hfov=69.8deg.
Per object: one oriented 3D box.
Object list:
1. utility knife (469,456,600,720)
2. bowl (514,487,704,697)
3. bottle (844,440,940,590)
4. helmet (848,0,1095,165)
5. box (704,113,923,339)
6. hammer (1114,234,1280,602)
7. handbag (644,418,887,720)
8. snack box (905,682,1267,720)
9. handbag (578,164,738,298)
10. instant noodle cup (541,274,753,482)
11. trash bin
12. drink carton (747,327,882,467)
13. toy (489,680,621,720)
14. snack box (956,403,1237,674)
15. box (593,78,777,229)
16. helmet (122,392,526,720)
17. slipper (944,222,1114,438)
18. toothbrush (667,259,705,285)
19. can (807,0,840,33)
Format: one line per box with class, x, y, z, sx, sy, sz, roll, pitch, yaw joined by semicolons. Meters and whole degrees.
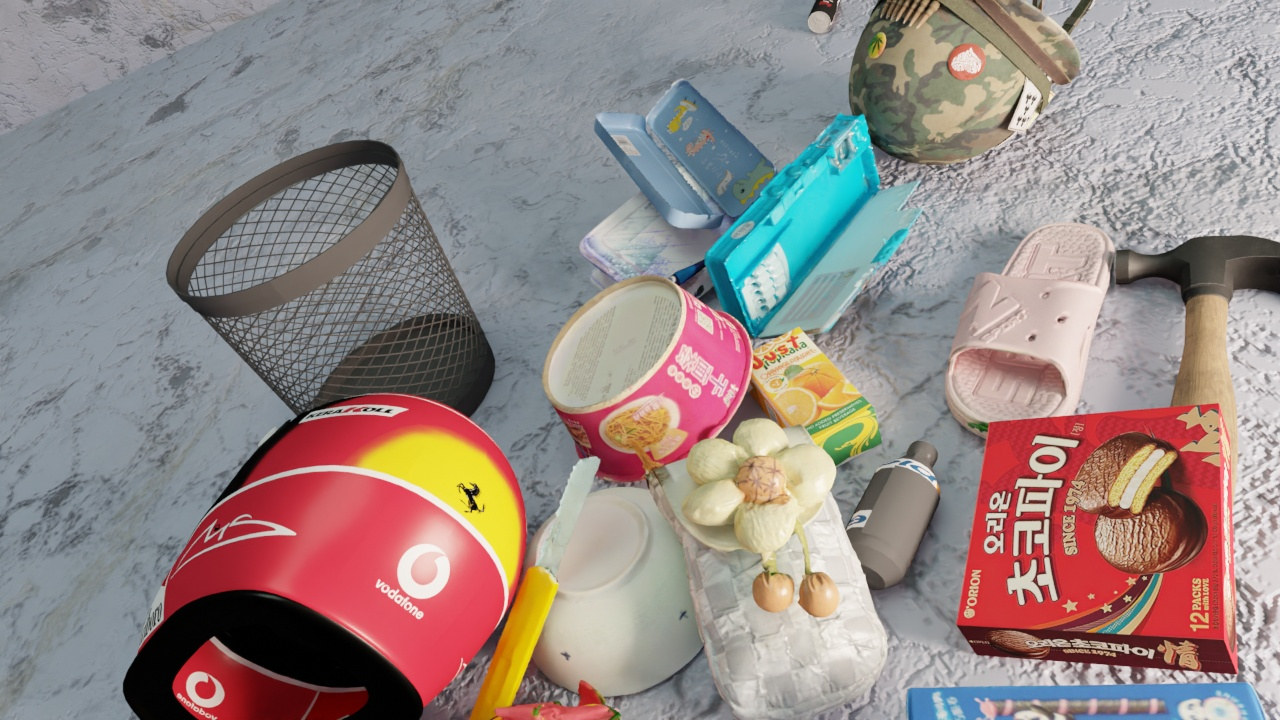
utility knife;-0.072;0.166;0.594;0.030;0.019;0.228;24;98;30
bowl;-0.022;0.147;0.640;0.153;0.073;0.153;-14;39;12
bottle;0.171;0.100;0.614;0.047;0.047;0.112;13;52;36
helmet;0.310;-0.300;0.862;0.225;0.192;0.236;11;73;62
box;0.175;-0.117;0.815;0.117;0.097;0.226;18;55;41
hammer;0.377;0.027;0.604;0.132;0.040;0.304;1;46;32
handbag;0.080;0.125;0.551;0.112;0.123;0.171;-15;66;-6
snack box;0.216;0.197;0.454;0.154;0.088;0.033;-8;39;18
handbag;0.036;-0.109;0.903;0.158;0.069;0.126;-40;56;-17
instant noodle cup;-0.004;0.004;0.751;0.179;0.077;0.178;-25;40;23
trash bin;-0.268;-0.046;0.853;0.218;0.227;0.217;-14;41;12
drink carton;0.129;0.029;0.719;0.058;0.041;0.122;-28;39;-4
toy;-0.053;0.223;0.557;0.103;0.046;0.084;-2;-3;-20
snack box;0.270;0.101;0.543;0.133;0.036;0.151;-9;42;39
box;0.041;-0.199;0.900;0.122;0.047;0.209;-24;48;-9
helmet;-0.200;0.136;0.639;0.272;0.197;0.224;-32;24;31
slipper;0.296;-0.040;0.694;0.094;0.064;0.238;11;49;35
toothbrush;0.030;-0.075;0.833;0.189;0.017;0.016;-30;72;-4
can;0.244;-0.466;1.213;0.032;0.031;0.080;1;46;27
